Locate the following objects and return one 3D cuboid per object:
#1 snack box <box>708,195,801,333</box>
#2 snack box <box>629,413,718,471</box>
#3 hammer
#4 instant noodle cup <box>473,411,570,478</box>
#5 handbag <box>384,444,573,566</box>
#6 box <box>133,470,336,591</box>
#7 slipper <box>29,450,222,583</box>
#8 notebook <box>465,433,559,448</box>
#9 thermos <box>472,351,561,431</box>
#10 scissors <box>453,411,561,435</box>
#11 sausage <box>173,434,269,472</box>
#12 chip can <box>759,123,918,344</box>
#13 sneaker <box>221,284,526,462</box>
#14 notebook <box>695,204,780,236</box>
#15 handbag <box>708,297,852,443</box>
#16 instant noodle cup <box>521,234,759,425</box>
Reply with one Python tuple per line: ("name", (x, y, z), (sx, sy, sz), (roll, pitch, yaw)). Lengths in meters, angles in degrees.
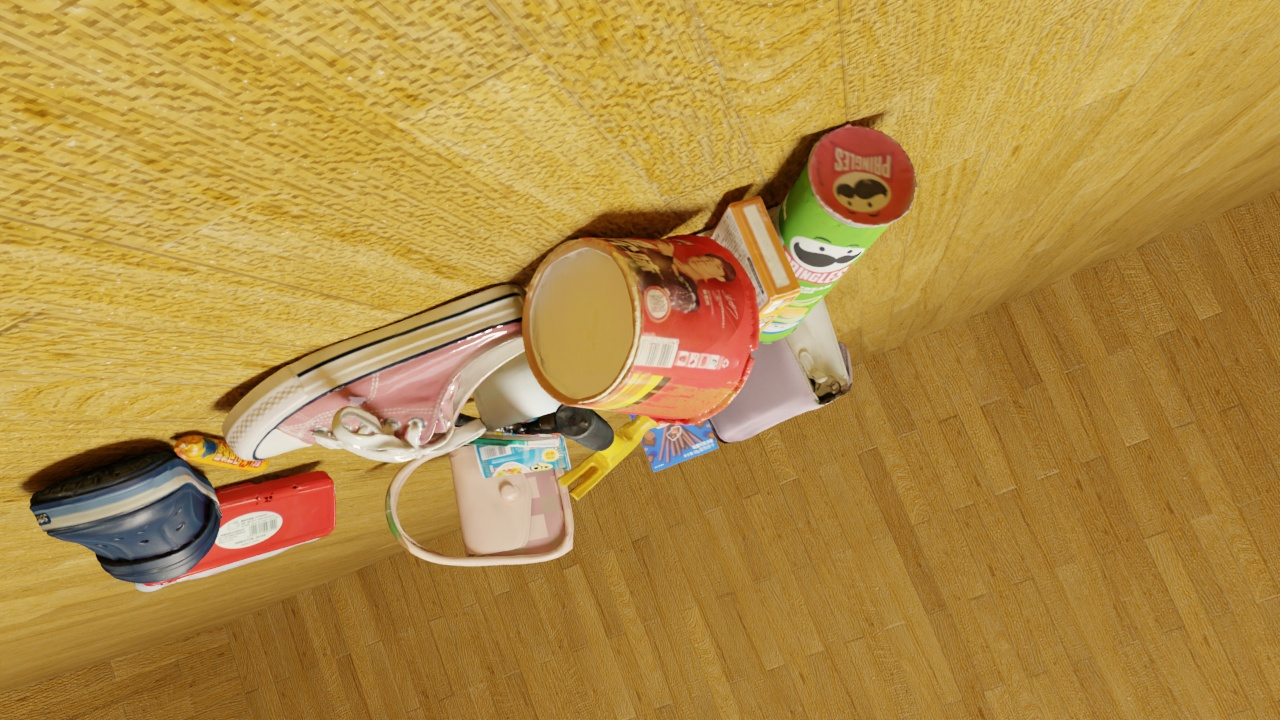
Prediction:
("snack box", (0.072, -0.057, 0.688), (0.026, 0.075, 0.154), (-18, 169, -13))
("snack box", (0.028, 0.052, 1.079), (0.084, 0.157, 0.026), (-21, -153, 2))
("hammer", (-0.039, 0.072, 0.854), (0.128, 0.033, 0.301), (-45, 169, -4))
("instant noodle cup", (-0.149, 0.100, 1.135), (0.110, 0.099, 0.099), (-13, 170, -7))
("handbag", (-0.211, 0.179, 1.186), (0.233, 0.193, 0.094), (-7, 164, -21))
("box", (-0.432, 0.166, 0.961), (0.201, 0.095, 0.100), (-13, -155, -40))
("slipper", (-0.399, 0.135, 0.738), (0.105, 0.095, 0.253), (-21, 175, -18))
("notebook", (-0.190, 0.066, 0.793), (0.209, 0.012, 0.150), (2, 175, 11))
("thermos", (-0.041, 0.000, 0.821), (0.220, 0.070, 0.070), (-18, 171, 1))
("scissors", (-0.128, 0.068, 0.981), (0.232, 0.021, 0.221), (10, 170, -41))
("sausage", (-0.340, 0.077, 0.752), (0.021, 0.021, 0.165), (-21, 171, -6))
("chip can", (0.121, -0.082, 0.681), (0.072, 0.072, 0.236), (-19, 167, -14))
("sneaker", (-0.175, 0.030, 0.646), (0.241, 0.088, 0.118), (-23, 171, 2))
("notebook", (0.068, -0.084, 0.794), (0.145, 0.010, 0.206), (-20, 171, -9))
("handbag", (0.142, 0.006, 1.069), (0.098, 0.145, 0.198), (-12, 168, -34))
("instant noodle cup", (-0.004, -0.025, 0.619), (0.138, 0.137, 0.108), (-28, 161, 37))
